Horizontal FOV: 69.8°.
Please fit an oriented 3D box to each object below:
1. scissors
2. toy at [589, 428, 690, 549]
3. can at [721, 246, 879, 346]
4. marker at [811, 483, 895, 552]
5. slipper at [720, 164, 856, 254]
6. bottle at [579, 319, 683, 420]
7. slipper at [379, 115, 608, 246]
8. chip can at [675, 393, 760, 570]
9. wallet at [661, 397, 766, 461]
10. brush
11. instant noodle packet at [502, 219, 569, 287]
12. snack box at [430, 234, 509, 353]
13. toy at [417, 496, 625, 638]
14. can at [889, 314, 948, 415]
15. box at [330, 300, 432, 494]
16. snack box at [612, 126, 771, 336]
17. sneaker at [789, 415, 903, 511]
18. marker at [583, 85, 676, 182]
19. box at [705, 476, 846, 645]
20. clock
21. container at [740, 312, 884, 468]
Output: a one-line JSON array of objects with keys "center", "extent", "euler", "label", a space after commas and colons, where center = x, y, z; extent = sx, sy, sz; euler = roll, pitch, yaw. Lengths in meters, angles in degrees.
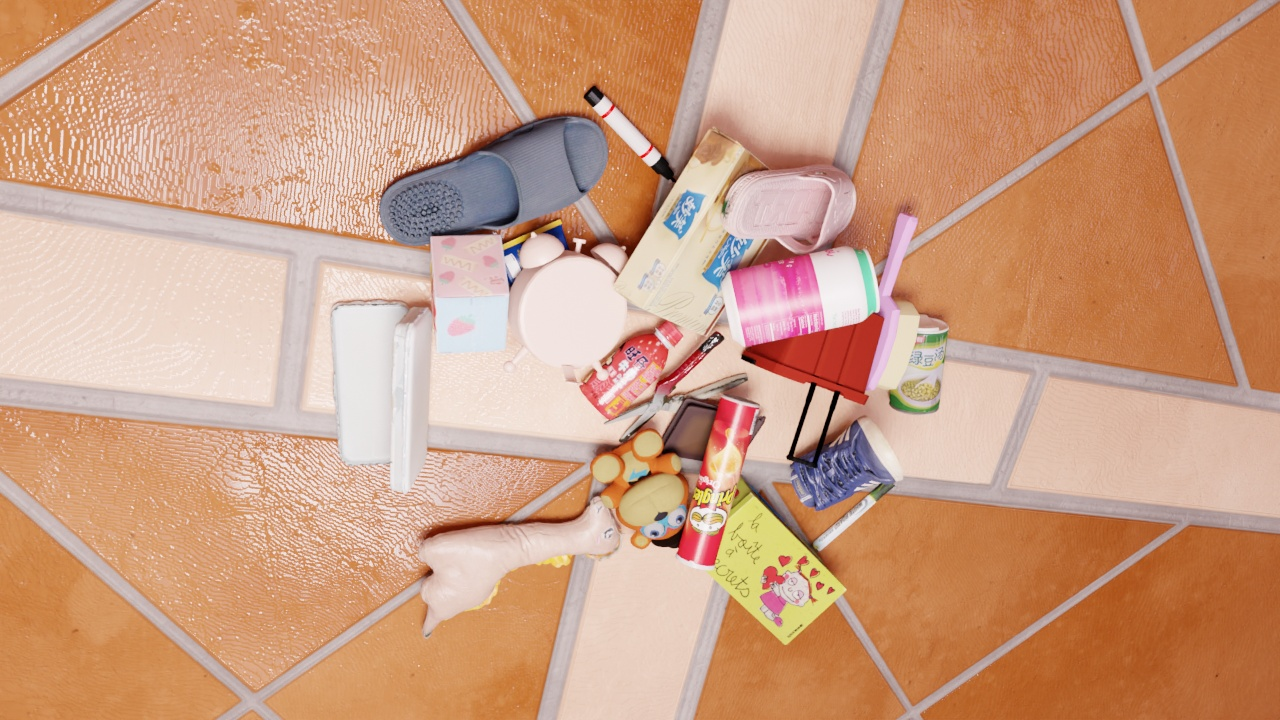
[{"center": [0.055, 0.037, 1.159], "extent": [0.179, 0.015, 0.197], "euler": [4, 129, -32], "label": "scissors"}, {"center": [0.010, 0.168, 1.173], "extent": [0.112, 0.096, 0.176], "euler": [-31, 126, -2], "label": "toy"}, {"center": [0.179, -0.073, 1.041], "extent": [0.166, 0.088, 0.088], "euler": [-12, 113, 7], "label": "can"}, {"center": [0.303, 0.221, 1.307], "extent": [0.146, 0.017, 0.017], "euler": [-42, 115, 2], "label": "marker"}, {"center": [0.189, -0.171, 1.047], "extent": [0.238, 0.064, 0.094], "euler": [-9, 126, -46], "label": "slipper"}, {"center": [-0.007, 0.007, 1.119], "extent": [0.137, 0.062, 0.062], "euler": [-44, 115, 3], "label": "bottle"}, {"center": [-0.153, -0.185, 0.997], "extent": [0.263, 0.082, 0.101], "euler": [-21, 116, -6], "label": "slipper"}, {"center": [0.096, 0.151, 1.146], "extent": [0.051, 0.052, 0.215], "euler": [13, 96, -19], "label": "chip can"}, {"center": [0.093, 0.095, 1.191], "extent": [0.115, 0.018, 0.092], "euler": [14, 123, -22], "label": "wallet"}, {"center": [0.317, -0.071, 1.163], "extent": [0.043, 0.089, 0.229], "euler": [7, 108, -22], "label": "brush"}, {"center": [-0.109, -0.087, 1.075], "extent": [0.087, 0.026, 0.134], "euler": [-26, 114, -10], "label": "instant noodle packet"}, {"center": [-0.189, -0.073, 1.004], "extent": [0.079, 0.094, 0.093], "euler": [-4, 142, -14], "label": "snack box"}, {"center": [-0.154, 0.265, 1.182], "extent": [0.264, 0.065, 0.196], "euler": [-1, 118, -22], "label": "toy"}, {"center": [0.368, 0.005, 1.217], "extent": [0.067, 0.067, 0.121], "euler": [-6, 112, -13], "label": "can"}, {"center": [-0.285, 0.045, 1.034], "extent": [0.130, 0.105, 0.211], "euler": [-3, 110, -11], "label": "box"}, {"center": [0.078, -0.140, 1.051], "extent": [0.153, 0.055, 0.207], "euler": [19, 106, -55], "label": "snack box"}, {"center": [0.249, 0.137, 1.167], "extent": [0.118, 0.233, 0.091], "euler": [-28, 84, 4], "label": "sneaker"}, {"center": [-0.007, -0.253, 1.044], "extent": [0.019, 0.019, 0.145], "euler": [-46, 114, 4], "label": "marker"}, {"center": [0.164, 0.271, 1.253], "extent": [0.124, 0.083, 0.221], "euler": [-41, 116, 2], "label": "box"}, {"center": [-0.078, -0.058, 1.037], "extent": [0.131, 0.086, 0.160], "euler": [5, 96, -27], "label": "clock"}, {"center": [0.207, 0.019, 1.145], "extent": [0.148, 0.127, 0.201], "euler": [18, 94, -20], "label": "container"}]
